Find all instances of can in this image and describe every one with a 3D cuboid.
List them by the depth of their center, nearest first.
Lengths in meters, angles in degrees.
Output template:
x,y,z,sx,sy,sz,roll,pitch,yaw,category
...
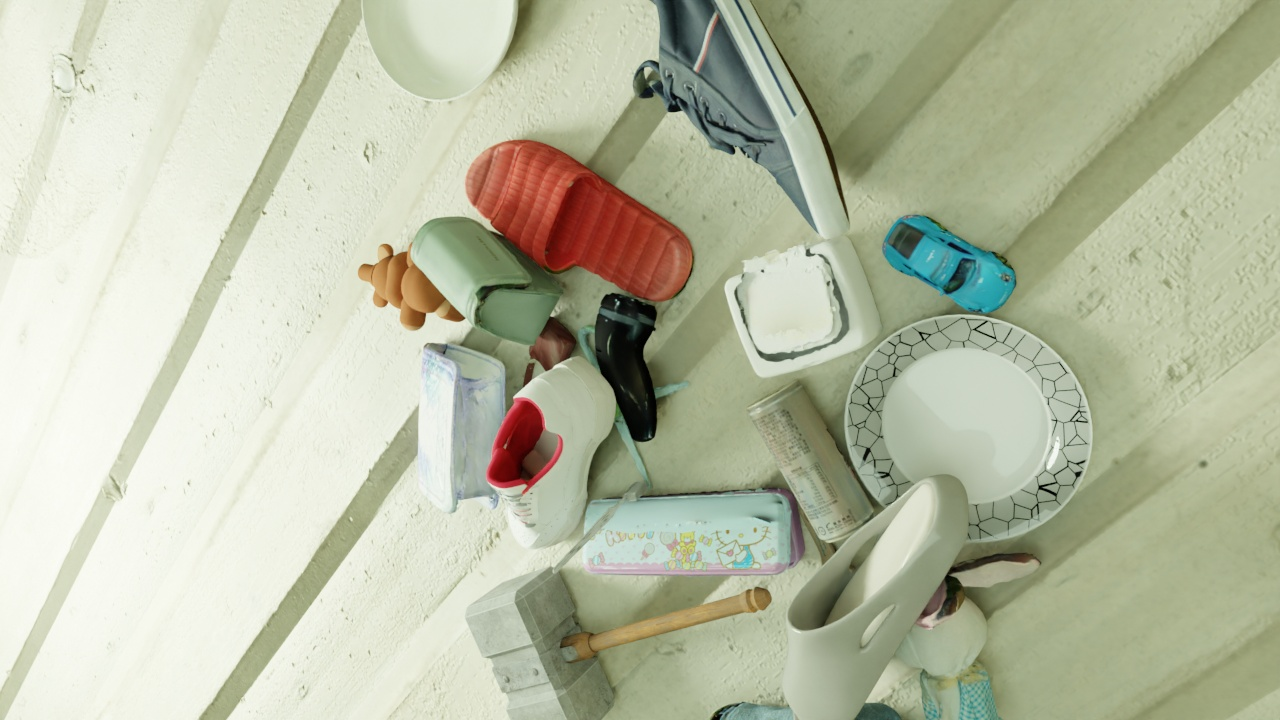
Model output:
x,y,z,sx,sy,sz,roll,pitch,yaw,category
0.147,0.087,0.792,0.054,0.054,0.135,-31,86,29,can

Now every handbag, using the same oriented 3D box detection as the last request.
x,y,z,sx,sy,sz,roll,pitch,yaw,category
0.146,0.377,0.823,0.192,0.118,0.122,-10,97,34,handbag
-0.143,-0.077,0.862,0.122,0.106,0.067,44,110,33,handbag
-0.101,0.017,0.920,0.055,0.029,0.120,43,126,35,handbag
-0.188,0.067,0.948,0.127,0.069,0.159,19,110,55,handbag

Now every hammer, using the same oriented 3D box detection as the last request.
x,y,z,sx,sy,sz,roll,pitch,yaw,category
-0.011,0.267,0.898,0.319,0.082,0.162,-24,90,30,hammer

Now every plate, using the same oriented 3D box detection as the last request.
x,y,z,sx,sy,sz,roll,pitch,yaw,category
0.262,0.055,0.746,0.189,0.016,0.189,6,104,26,plate
-0.186,-0.342,0.877,0.183,0.034,0.182,6,104,26,plate

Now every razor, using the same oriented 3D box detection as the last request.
x,y,z,sx,sy,sz,roll,pitch,yaw,category
-0.005,0.005,0.848,0.063,0.053,0.140,-16,100,-11,razor

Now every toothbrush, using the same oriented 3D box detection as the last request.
x,y,z,sx,sy,sz,roll,pitch,yaw,category
-0.032,0.145,0.813,0.010,0.181,0.010,-4,104,24,toothbrush

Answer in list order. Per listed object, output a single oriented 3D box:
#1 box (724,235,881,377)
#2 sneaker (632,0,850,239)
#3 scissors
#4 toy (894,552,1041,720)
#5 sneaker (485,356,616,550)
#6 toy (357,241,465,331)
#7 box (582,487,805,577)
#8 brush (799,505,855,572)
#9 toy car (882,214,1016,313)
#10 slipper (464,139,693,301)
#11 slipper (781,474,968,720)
x,y,z,sx,sy,sz,roll,pitch,yaw,category
0.128,-0.044,0.753,0.107,0.091,0.102,-19,93,27,box
0.063,-0.212,0.740,0.127,0.120,0.294,-31,83,17,sneaker
-0.026,0.048,0.896,0.172,0.021,0.172,-24,87,25,scissors
0.258,0.249,0.766,0.106,0.130,0.205,20,123,55,toy
-0.106,0.107,0.875,0.090,0.104,0.237,44,133,23,sneaker
-0.239,-0.081,0.959,0.128,0.065,0.095,14,100,33,toy
0.045,0.162,0.865,0.215,0.065,0.078,-8,85,29,box
0.178,0.195,0.825,0.039,0.012,0.151,-25,88,30,brush
0.241,-0.076,0.719,0.105,0.032,0.048,34,114,15,toy car
-0.068,-0.131,0.852,0.249,0.059,0.104,29,113,18,slipper
0.166,0.194,0.743,0.080,0.112,0.266,21,118,-6,slipper
